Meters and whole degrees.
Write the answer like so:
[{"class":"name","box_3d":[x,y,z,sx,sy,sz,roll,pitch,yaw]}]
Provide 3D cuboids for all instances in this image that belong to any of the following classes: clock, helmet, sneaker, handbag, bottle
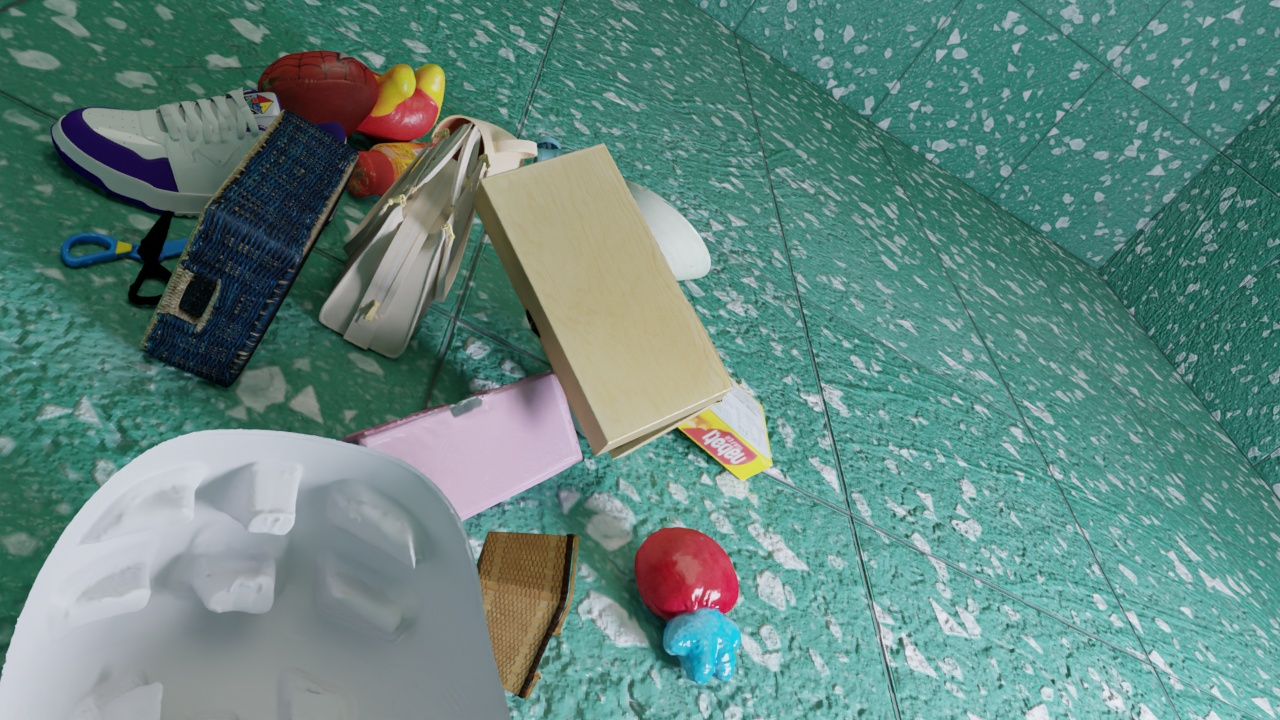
[{"class":"clock","box_3d":[-0.118,-0.237,1.163,0.042,0.087,0.123,6,25,-14]},{"class":"helmet","box_3d":[-0.171,0.180,0.428,0.223,0.184,0.282,3,37,-36]},{"class":"sneaker","box_3d":[-0.372,-0.193,0.812,0.243,0.111,0.091,6,42,-42]},{"class":"handbag","box_3d":[-0.193,-0.131,0.826,0.101,0.198,0.194,28,31,-14]},{"class":"bottle","box_3d":[-0.266,-0.208,1.009,0.071,0.049,0.134,47,31,12]}]

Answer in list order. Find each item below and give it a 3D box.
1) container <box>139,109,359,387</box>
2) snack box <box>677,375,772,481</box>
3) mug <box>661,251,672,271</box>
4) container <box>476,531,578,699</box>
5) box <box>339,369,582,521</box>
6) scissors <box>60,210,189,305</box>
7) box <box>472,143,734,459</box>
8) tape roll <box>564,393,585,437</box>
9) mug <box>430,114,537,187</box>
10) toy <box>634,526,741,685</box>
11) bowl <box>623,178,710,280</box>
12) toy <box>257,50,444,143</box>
[{"class":"container","box_3d":[-0.296,-0.090,0.714,0.071,0.146,0.187,29,31,-21]},{"class":"snack box","box_3d":[0.061,0.037,0.954,0.200,0.042,0.092,40,29,-32]},{"class":"mug","box_3d":[-0.028,-0.084,1.070,0.119,0.083,0.096,8,30,7]},{"class":"container","box_3d":[-0.087,0.167,0.619,0.061,0.114,0.063,16,34,-10]},{"class":"box","box_3d":[-0.151,0.079,0.744,0.232,0.080,0.099,-23,99,-56]},{"class":"scissors","box_3d":[-0.389,-0.083,0.739,0.109,0.018,0.130,45,32,8]},{"class":"box","box_3d":[-0.032,-0.050,0.817,0.179,0.142,0.248,83,-19,-80]},{"class":"tape roll","box_3d":[-0.038,0.048,0.922,0.094,0.019,0.093,26,31,-18]},{"class":"mug","box_3d":[-0.179,-0.249,1.106,0.104,0.112,0.085,-17,102,-66]},{"class":"toy","box_3d":[0.043,0.200,0.760,0.092,0.062,0.132,1,62,-29]},{"class":"bowl","box_3d":[-0.001,-0.144,1.147,0.176,0.177,0.057,37,73,0]},{"class":"toy","box_3d":[-0.314,-0.280,0.993,0.215,0.148,0.099,-24,100,-59]}]
